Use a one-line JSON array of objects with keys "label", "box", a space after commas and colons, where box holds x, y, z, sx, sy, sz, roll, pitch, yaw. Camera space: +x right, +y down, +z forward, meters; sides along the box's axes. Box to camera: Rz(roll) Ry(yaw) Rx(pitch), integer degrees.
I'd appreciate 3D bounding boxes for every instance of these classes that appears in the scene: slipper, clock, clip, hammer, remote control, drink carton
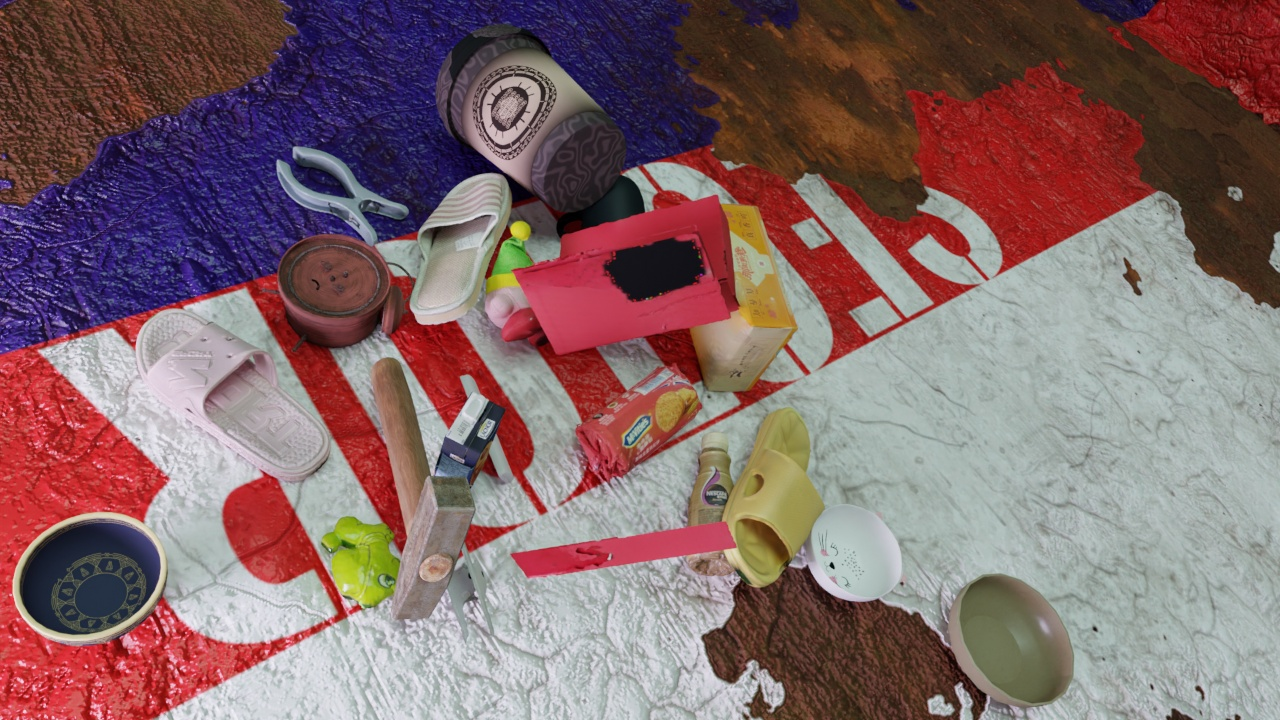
[{"label": "slipper", "box": [0.166, 0.147, 1.039, 0.099, 0.079, 0.262, 57, 35, -24]}, {"label": "clock", "box": [-0.330, -0.078, 1.033, 0.157, 0.072, 0.120, -21, 67, -31]}, {"label": "clip", "box": [-0.164, 0.219, 0.899, 0.056, 0.056, 0.102, -24, 101, -45]}, {"label": "clip", "box": [-0.382, -0.195, 1.125, 0.163, 0.028, 0.112, 31, 53, 2]}, {"label": "hammer", "box": [-0.232, 0.099, 0.909, 0.037, 0.158, 0.300, 6, 33, -29]}, {"label": "remote control", "box": [-0.170, 0.075, 1.015, 0.012, 0.033, 0.130, -26, 66, -2]}, {"label": "drink carton", "box": [-0.179, 0.094, 0.937, 0.040, 0.130, 0.064, 27, 52, -3]}, {"label": "slipper", "box": [-0.216, -0.148, 1.099, 0.115, 0.052, 0.262, -9, 45, 16]}, {"label": "slipper", "box": [-0.416, 0.027, 0.932, 0.239, 0.065, 0.094, 39, 52, 5]}]

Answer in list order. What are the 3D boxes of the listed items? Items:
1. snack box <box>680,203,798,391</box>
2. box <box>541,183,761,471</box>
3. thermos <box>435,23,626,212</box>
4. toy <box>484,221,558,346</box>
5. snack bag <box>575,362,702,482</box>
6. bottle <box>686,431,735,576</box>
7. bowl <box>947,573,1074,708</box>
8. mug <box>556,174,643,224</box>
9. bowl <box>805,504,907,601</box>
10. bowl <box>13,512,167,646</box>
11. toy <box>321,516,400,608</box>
[{"label": "snack box", "box": [0.110, -0.080, 1.163, 0.080, 0.145, 0.195, 1, 57, -21]}, {"label": "box", "box": [0.047, -0.034, 1.166, 0.217, 0.351, 0.197, -13, 54, 18]}, {"label": "thermos", "box": [-0.136, -0.306, 1.182, 0.172, 0.173, 0.226, -24, 55, -33]}, {"label": "toy", "box": [-0.138, -0.088, 1.094, 0.131, 0.097, 0.124, 60, 22, 16]}, {"label": "snack bag", "box": [-0.003, 0.070, 1.062, 0.082, 0.083, 0.175, 45, 52, 12]}, {"label": "bottle", "box": [0.083, 0.158, 1.042, 0.059, 0.060, 0.165, 14, 52, -13]}, {"label": "bowl", "box": [0.419, 0.328, 1.062, 0.152, 0.051, 0.152, 10, 54, -15]}, {"label": "mug", "box": [-0.053, -0.186, 1.222, 0.122, 0.085, 0.094, -11, 56, 6]}, {"label": "bowl", "box": [0.238, 0.228, 1.059, 0.114, 0.051, 0.114, 10, 54, -15]}, {"label": "bowl", "box": [-0.470, 0.195, 0.794, 0.112, 0.061, 0.112, 10, 54, -15]}, {"label": "toy", "box": [-0.267, 0.195, 0.894, 0.094, 0.036, 0.093, 17, 44, -12]}]
